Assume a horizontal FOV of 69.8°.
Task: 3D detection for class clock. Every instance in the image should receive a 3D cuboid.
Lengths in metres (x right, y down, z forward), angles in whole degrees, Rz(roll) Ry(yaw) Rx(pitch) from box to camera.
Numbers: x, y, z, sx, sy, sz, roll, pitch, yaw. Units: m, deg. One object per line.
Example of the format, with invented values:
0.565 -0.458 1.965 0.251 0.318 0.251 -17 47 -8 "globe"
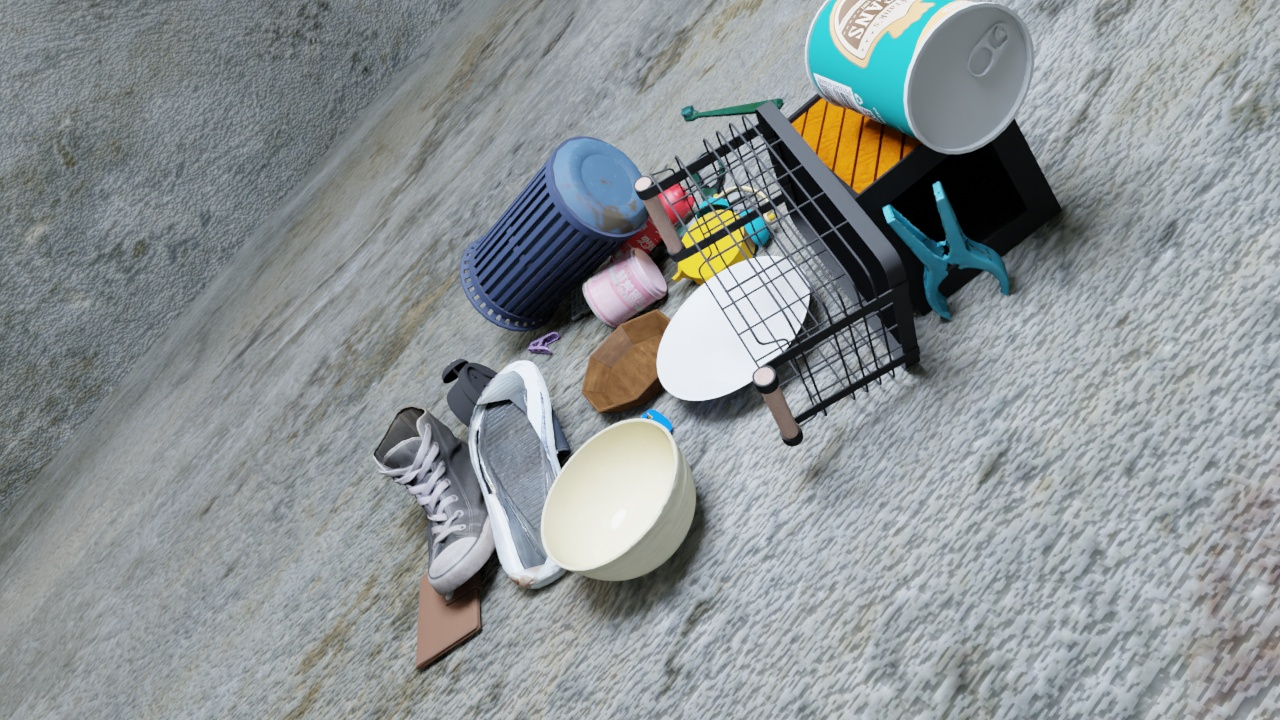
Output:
0.091 -0.134 1.010 0.099 0.043 0.129 31 88 45 "clock"
-0.190 0.041 1.099 0.043 0.091 0.120 -48 46 16 "clock"

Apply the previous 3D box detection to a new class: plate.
-0.006 0.006 0.990 0.132 0.025 0.131 -29 37 24 "plate"
0.097 -0.023 0.897 0.174 0.036 0.173 -29 37 24 "plate"

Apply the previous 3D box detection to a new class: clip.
0.260 -0.089 0.721 0.120 0.130 0.030 -8 44 20 "clip"
-0.125 -0.018 1.159 0.050 0.013 0.029 -13 45 44 "clip"

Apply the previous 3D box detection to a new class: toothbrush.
0.117 -0.336 1.223 0.190 0.017 0.016 12 64 53 "toothbrush"

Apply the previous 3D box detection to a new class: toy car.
-0.010 0.097 0.907 0.091 0.033 0.062 -45 -12 -30 "toy car"

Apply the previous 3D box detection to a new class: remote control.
-0.075 -0.103 1.191 0.033 0.013 0.136 -30 37 23 "remote control"

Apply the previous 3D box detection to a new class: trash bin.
-0.101 -0.148 1.088 0.250 0.139 0.139 -36 30 49 "trash bin"
0.234 -0.167 0.804 0.140 0.139 0.171 -39 34 11 "trash bin"

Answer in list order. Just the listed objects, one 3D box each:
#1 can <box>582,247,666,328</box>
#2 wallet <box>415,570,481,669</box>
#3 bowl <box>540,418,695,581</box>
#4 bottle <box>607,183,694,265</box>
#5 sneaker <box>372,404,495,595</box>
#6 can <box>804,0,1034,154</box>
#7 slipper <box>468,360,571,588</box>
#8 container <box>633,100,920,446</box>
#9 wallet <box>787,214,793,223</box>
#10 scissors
-0.017 -0.084 1.059 0.076 0.067 0.067 -33 35 19 "can"
-0.201 0.252 0.956 0.087 0.013 0.120 -37 33 14 "wallet"
-0.008 0.134 0.813 0.151 0.075 0.150 -30 36 24 "bowl"
0.005 -0.154 1.107 0.141 0.042 0.042 -46 33 6 "bottle"
-0.222 0.145 0.985 0.095 0.120 0.234 -35 31 15 "sneaker"
0.200 -0.220 0.677 0.099 0.099 0.144 -43 33 5 "can"
-0.115 0.118 0.963 0.111 0.063 0.263 -34 48 15 "slipper"
0.111 -0.073 0.756 0.130 0.163 0.241 -30 55 3 "container"
0.204 -0.187 0.945 0.119 0.037 0.115 -29 30 26 "wallet"
0.057 -0.188 1.137 0.202 0.015 0.205 -25 37 30 "scissors"
